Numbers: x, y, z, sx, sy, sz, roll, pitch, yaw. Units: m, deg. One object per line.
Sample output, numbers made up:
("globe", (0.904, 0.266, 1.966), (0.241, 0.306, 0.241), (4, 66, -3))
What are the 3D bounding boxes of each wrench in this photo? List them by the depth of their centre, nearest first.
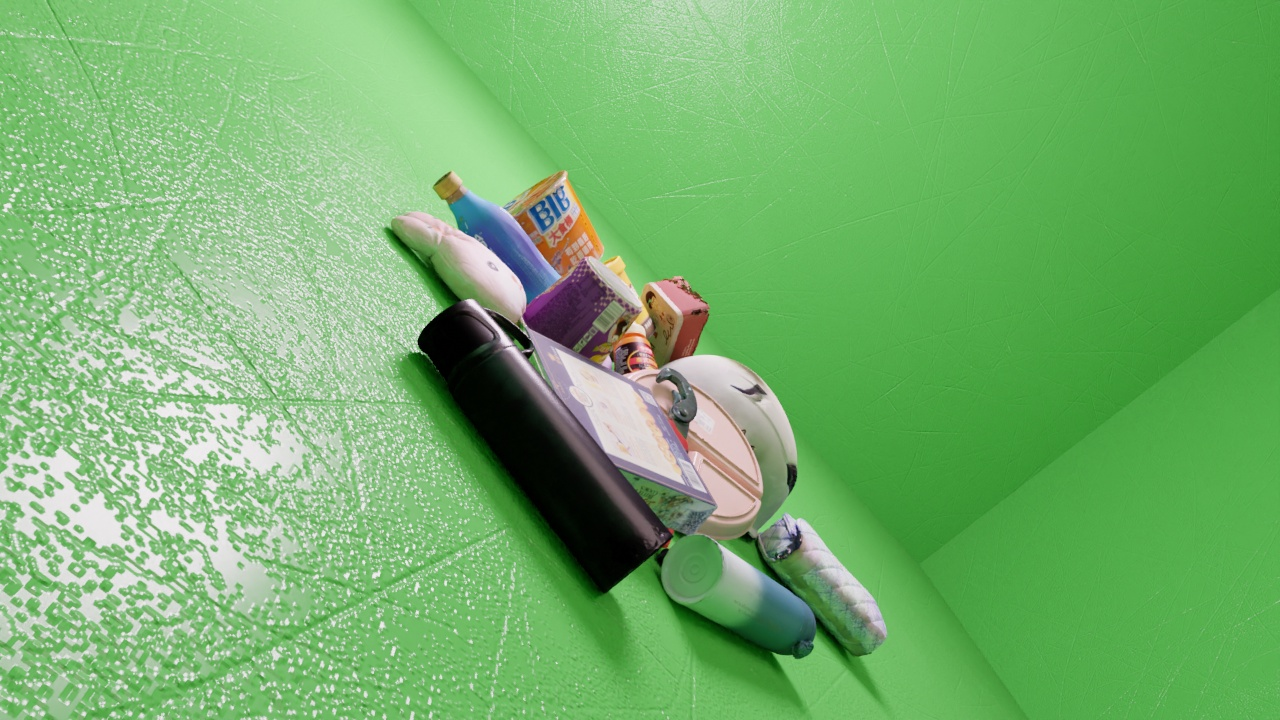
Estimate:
("wrench", (0.032, 0.097, 0.979), (0.056, 0.016, 0.272), (32, 33, -15))

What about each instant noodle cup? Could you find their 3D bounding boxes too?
("instant noodle cup", (-0.059, -0.050, 0.986), (0.111, 0.099, 0.111), (42, 10, -9))
("instant noodle cup", (-0.124, -0.150, 1.151), (0.111, 0.151, 0.151), (55, 7, -19))
("instant noodle cup", (-0.047, -0.065, 1.257), (0.114, 0.118, 0.118), (55, 8, -11))

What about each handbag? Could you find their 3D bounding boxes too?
("handbag", (0.248, 0.301, 1.261), (0.194, 0.076, 0.134), (47, 9, -12))

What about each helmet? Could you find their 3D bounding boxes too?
("helmet", (0.125, 0.097, 1.255), (0.274, 0.157, 0.229), (47, 9, -14))

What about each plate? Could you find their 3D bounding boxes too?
("plate", (0.055, 0.100, 1.049), (0.229, 0.028, 0.229), (30, 34, -23))

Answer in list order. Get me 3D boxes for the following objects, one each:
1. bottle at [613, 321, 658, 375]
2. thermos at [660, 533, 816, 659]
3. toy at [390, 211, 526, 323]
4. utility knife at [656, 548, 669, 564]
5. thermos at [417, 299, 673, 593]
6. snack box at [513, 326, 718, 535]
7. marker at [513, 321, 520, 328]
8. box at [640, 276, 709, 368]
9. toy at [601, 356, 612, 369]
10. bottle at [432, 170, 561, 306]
("bottle", (-0.007, 0.007, 1.166), (0.066, 0.067, 0.149), (39, 34, -49))
("thermos", (0.103, 0.231, 0.876), (0.220, 0.070, 0.070), (40, 12, -44))
("toy", (-0.181, -0.097, 0.932), (0.159, 0.054, 0.121), (39, 10, -12))
("utility knife", (0.061, 0.210, 0.918), (0.033, 0.015, 0.180), (58, 12, 30))
("thermos", (-0.069, 0.057, 0.711), (0.089, 0.069, 0.242), (-28, 75, -45))
("snack box", (-0.031, 0.066, 0.866), (0.182, 0.046, 0.177), (27, 23, -39))
("marker", (-0.164, -0.072, 1.024), (0.124, 0.015, 0.018), (52, 5, 39))
("box", (0.039, -0.035, 1.329), (0.075, 0.169, 0.091), (-15, 51, -34))
("toy", (-0.076, -0.019, 1.149), (0.108, 0.039, 0.083), (51, 27, 3))
("bottle", (-0.154, -0.123, 1.050), (0.218, 0.065, 0.065), (49, 8, -25))
